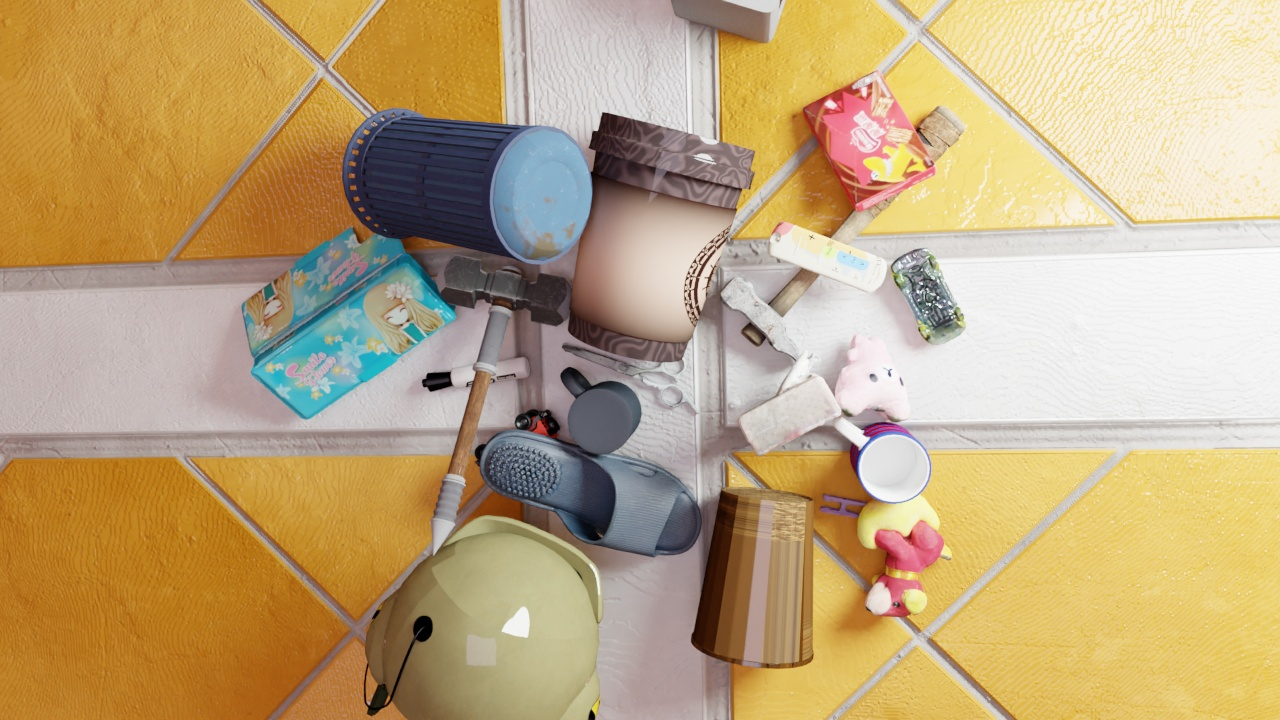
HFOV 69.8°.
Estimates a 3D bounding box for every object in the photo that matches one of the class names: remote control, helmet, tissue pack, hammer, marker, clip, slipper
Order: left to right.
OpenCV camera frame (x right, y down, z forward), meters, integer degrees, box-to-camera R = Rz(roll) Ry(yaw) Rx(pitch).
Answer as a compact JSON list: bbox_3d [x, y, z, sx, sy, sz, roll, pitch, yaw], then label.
[{"bbox_3d":[-0.191,0.017,1.059,0.126,0.025,0.025,-9,94,8],"label":"marker"},{"bbox_3d":[-0.174,0.044,0.968,0.156,0.043,0.321,12,67,-1],"label":"hammer"},{"bbox_3d":[-0.146,0.283,0.951,0.250,0.255,0.233,24,99,4],"label":"helmet"},{"bbox_3d":[-0.049,0.150,1.000,0.263,0.082,0.101,22,99,-11],"label":"slipper"},{"bbox_3d":[0.151,0.043,0.940,0.104,0.181,0.071,-31,82,8],"label":"tissue pack"},{"bbox_3d":[0.195,-0.108,0.959,0.125,0.018,0.038,21,96,1],"label":"remote control"},{"bbox_3d":[0.226,0.167,1.026,0.053,0.013,0.037,25,97,7],"label":"clip"},{"bbox_3d":[0.225,-0.139,0.984,0.121,0.049,0.319,42,97,-1],"label":"hammer"}]

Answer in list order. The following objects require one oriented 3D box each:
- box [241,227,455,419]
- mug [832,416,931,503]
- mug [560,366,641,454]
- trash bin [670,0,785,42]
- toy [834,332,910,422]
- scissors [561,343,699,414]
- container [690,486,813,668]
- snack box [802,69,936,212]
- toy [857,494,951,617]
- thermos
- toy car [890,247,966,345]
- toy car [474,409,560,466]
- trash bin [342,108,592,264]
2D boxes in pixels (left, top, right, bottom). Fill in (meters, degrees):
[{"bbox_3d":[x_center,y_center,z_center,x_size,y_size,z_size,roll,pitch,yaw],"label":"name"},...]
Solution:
[{"bbox_3d":[-0.347,-0.055,1.049,0.227,0.083,0.172,-33,91,9],"label":"box"},{"bbox_3d":[0.251,0.097,0.983,0.112,0.076,0.075,38,98,3],"label":"mug"},{"bbox_3d":[-0.050,0.049,1.017,0.071,0.077,0.105,-42,89,9],"label":"mug"},{"bbox_3d":[0.116,-0.463,0.930,0.114,0.114,0.229,19,97,5],"label":"trash bin"},{"bbox_3d":[0.247,0.017,0.986,0.099,0.053,0.095,8,72,-27],"label":"toy"},{"bbox_3d":[-0.011,0.021,1.042,0.172,0.014,0.090,-1,94,5],"label":"scissors"},{"bbox_3d":[0.129,0.227,0.991,0.132,0.132,0.167,6,90,7],"label":"container"},{"bbox_3d":[0.238,-0.230,0.958,0.089,0.021,0.133,-26,68,9],"label":"snack box"},{"bbox_3d":[0.288,0.211,1.001,0.105,0.067,0.137,3,86,0],"label":"toy"},{"bbox_3d":[0.011,-0.125,0.954,0.173,0.172,0.226,16,104,5],"label":"thermos"},{"bbox_3d":[0.307,-0.069,0.983,0.048,0.033,0.105,-27,95,7],"label":"toy car"},{"bbox_3d":[-0.140,0.095,1.045,0.100,0.051,0.049,-37,88,8],"label":"toy car"},{"bbox_3d":[-0.172,-0.176,0.923,0.250,0.139,0.139,16,98,40],"label":"trash bin"}]
